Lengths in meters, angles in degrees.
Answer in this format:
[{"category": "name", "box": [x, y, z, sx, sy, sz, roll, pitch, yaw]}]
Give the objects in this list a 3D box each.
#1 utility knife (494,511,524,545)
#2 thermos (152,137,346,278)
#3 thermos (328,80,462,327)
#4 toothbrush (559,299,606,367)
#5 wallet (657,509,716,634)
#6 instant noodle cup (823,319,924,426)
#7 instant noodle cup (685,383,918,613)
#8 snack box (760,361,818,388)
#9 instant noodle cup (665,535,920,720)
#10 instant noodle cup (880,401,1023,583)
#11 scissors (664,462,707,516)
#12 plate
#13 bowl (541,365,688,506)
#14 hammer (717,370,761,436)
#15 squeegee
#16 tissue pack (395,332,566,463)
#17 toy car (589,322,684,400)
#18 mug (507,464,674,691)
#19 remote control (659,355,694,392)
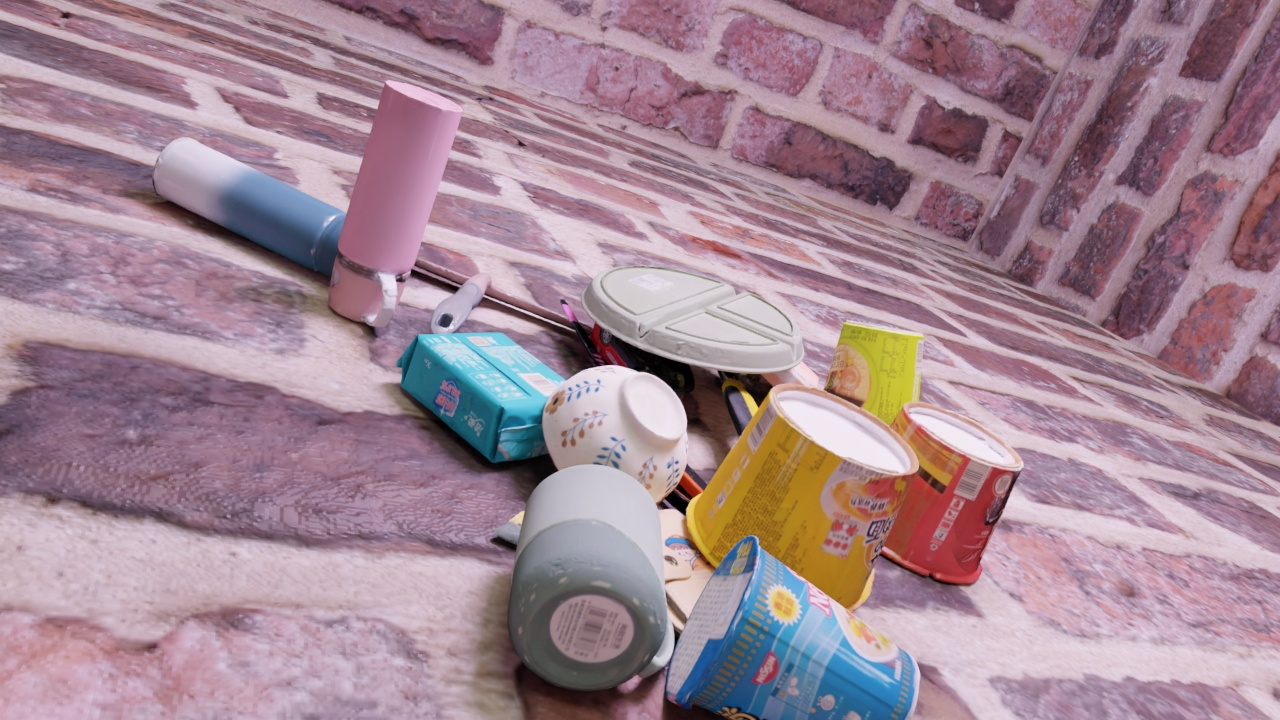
[{"category": "utility knife", "box": [-0.046, 0.099, 0.637, 0.031, 0.018, 0.166, 35, 17, 16]}, {"category": "thermos", "box": [-0.342, -0.135, 0.855, 0.220, 0.070, 0.070, 26, 20, 7]}, {"category": "thermos", "box": [-0.206, -0.124, 0.767, 0.067, 0.199, 0.087, 9, 22, -38]}, {"category": "toothbrush", "box": [-0.042, -0.007, 0.869, 0.014, 0.018, 0.189, 17, 28, -38]}, {"category": "wallet", "box": [0.025, 0.136, 0.598, 0.087, 0.024, 0.115, 4, 27, -39]}, {"category": "instant noodle cup", "box": [0.234, 0.024, 0.927, 0.111, 0.123, 0.111, 9, 5, -1]}, {"category": "instant noodle cup", "box": [0.115, 0.088, 0.625, 0.138, 0.110, 0.137, 21, 21, -9]}, {"category": "snack box", "box": [0.155, 0.007, 1.003, 0.084, 0.026, 0.157, 44, 12, 5]}, {"category": "instant noodle cup", "box": [0.084, 0.164, 0.495, 0.110, 0.099, 0.099, 30, 19, -3]}, {"category": "instant noodle cup", "box": [0.256, 0.108, 0.794, 0.138, 0.109, 0.137, 20, 20, -8]}, {"category": "scissors", "box": [0.077, 0.134, 0.667, 0.190, 0.022, 0.228, 19, 22, 1]}, {"category": "plate", "box": [0.055, -0.047, 0.913, 0.230, 0.027, 0.229, 13, 21, -5]}, {"category": "bowl", "box": [-0.007, 0.048, 0.654, 0.113, 0.062, 0.113, 28, 41, -28]}, {"category": "hammer", "box": [0.087, 0.034, 0.853, 0.126, 0.032, 0.323, 33, 13, -14]}, {"category": "squeegee", "box": [-0.155, -0.057, 0.840, 0.247, 0.040, 0.249, 22, 12, -4]}, {"category": "tissue pack", "box": [-0.114, 0.023, 0.701, 0.133, 0.050, 0.093, 35, 24, 33]}, {"category": "toy car", "box": [-0.005, 0.005, 0.877, 0.052, 0.045, 0.120, 3, 34, -41]}, {"category": "mug", "box": [-0.019, 0.127, 0.502, 0.112, 0.082, 0.106, 50, 12, -18]}, {"category": "remote control", "box": [0.023, -0.008, 0.972, 0.053, 0.024, 0.136, 16, 20, -25]}]
